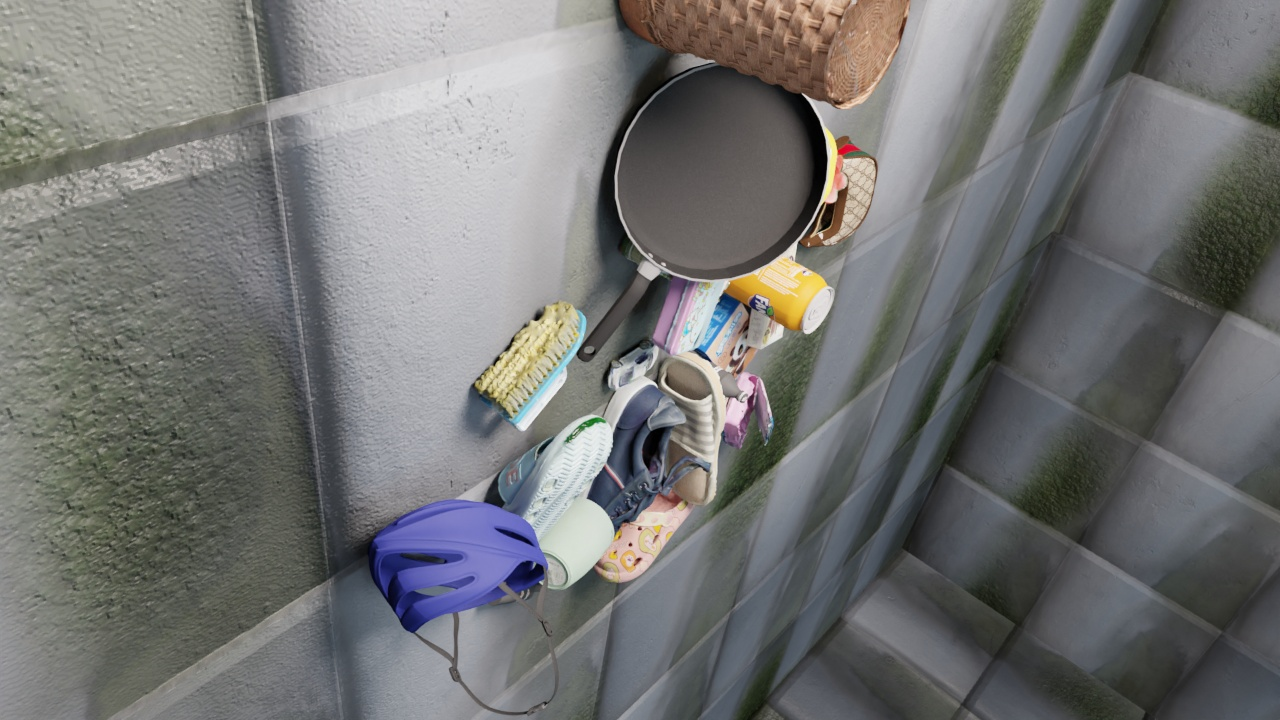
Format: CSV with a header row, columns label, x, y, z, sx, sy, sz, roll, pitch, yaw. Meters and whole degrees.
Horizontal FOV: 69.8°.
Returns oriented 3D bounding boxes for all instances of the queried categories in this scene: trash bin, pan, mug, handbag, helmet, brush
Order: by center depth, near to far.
label,x,y,z,sx,sy,sz,roll,pitch,yaw
trash bin,0.105,-0.313,0.780,0.150,0.210,0.151,-38,147,-31
helmet,-0.170,0.253,0.940,0.148,0.227,0.241,-31,156,19
pan,0.042,-0.140,0.953,0.225,0.034,0.357,32,106,-26
brush,-0.103,0.004,0.953,0.135,0.055,0.075,-51,148,-10
mug,-0.104,0.242,1.176,0.112,0.084,0.103,-25,-168,34
handbag,0.267,-0.234,1.300,0.138,0.063,0.167,-31,145,-23

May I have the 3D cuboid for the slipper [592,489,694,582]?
label,x,y,z,sx,sy,sz,roll,pitch,yaw
slipper,-0.002,0.234,1.352,0.196,0.093,0.081,-44,130,-26

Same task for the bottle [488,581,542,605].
label,x,y,z,sx,sy,sz,roll,pitch,yaw
bottle,-0.162,0.303,1.211,0.030,0.030,0.113,-60,153,7

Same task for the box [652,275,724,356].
label,x,y,z,sx,sy,sz,roll,pitch,yaw
box,0.074,-0.105,1.039,0.076,0.036,0.214,-15,130,-52

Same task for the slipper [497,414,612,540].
label,x,y,z,sx,sy,sz,roll,pitch,yaw
slipper,-0.124,0.147,1.065,0.103,0.074,0.246,-15,148,-51

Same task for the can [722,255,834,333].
label,x,y,z,sx,sy,sz,roll,pitch,yaw
can,0.174,-0.098,1.198,0.078,0.142,0.079,-39,148,-30

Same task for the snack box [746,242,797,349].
label,x,y,z,sx,sy,sz,roll,pitch,yaw
snack box,0.186,-0.096,1.303,0.081,0.026,0.150,-28,129,-56

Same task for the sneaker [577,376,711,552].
label,x,y,z,sx,sy,sz,roll,pitch,yaw
sneaker,-0.007,0.172,1.222,0.120,0.127,0.295,-15,134,-50

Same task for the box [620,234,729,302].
label,x,y,z,sx,sy,sz,roll,pitch,yaw
box,0.062,-0.143,1.074,0.205,0.050,0.118,13,105,-62

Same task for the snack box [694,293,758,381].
label,x,y,z,sx,sy,sz,roll,pitch,yaw
snack box,0.126,-0.026,1.317,0.087,0.034,0.151,-54,153,-6

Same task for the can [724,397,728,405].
label,x,y,z,sx,sy,sz,roll,pitch,yaw
can,0.086,0.070,1.321,0.067,0.067,0.076,-23,138,-47

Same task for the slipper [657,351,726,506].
label,x,y,z,sx,sy,sz,roll,pitch,yaw
slipper,0.064,0.104,1.264,0.053,0.114,0.273,-35,141,-32

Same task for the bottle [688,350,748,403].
label,x,y,z,sx,sy,sz,roll,pitch,yaw
bottle,0.098,0.024,1.243,0.036,0.110,0.036,-39,148,-30

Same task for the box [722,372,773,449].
label,x,y,z,sx,sy,sz,roll,pitch,yaw
box,0.173,0.087,1.400,0.230,0.077,0.084,68,44,-75

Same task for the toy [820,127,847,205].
label,x,y,z,sx,sy,sz,roll,pitch,yaw
toy,0.166,-0.232,1.106,0.207,0.092,0.134,0,110,-48

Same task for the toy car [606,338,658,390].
label,x,y,z,sx,sy,sz,roll,pitch,yaw
toy car,-0.007,0.007,1.145,0.089,0.027,0.039,-35,144,-36
